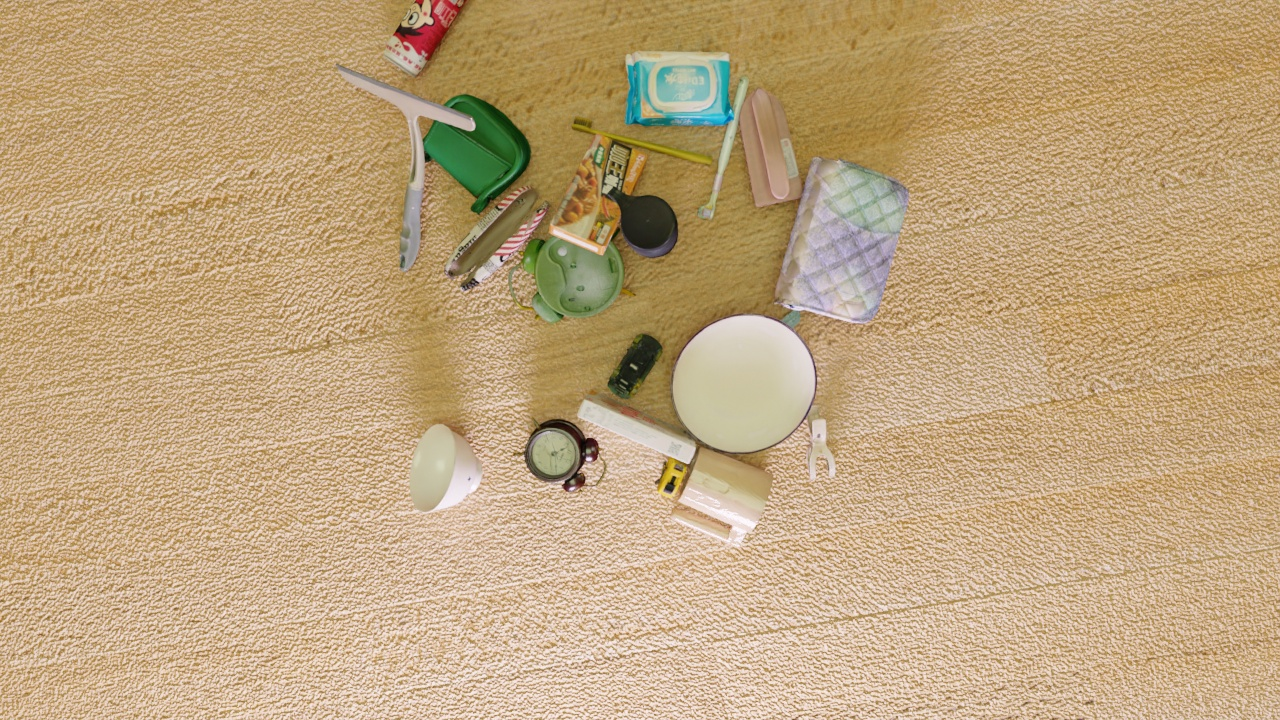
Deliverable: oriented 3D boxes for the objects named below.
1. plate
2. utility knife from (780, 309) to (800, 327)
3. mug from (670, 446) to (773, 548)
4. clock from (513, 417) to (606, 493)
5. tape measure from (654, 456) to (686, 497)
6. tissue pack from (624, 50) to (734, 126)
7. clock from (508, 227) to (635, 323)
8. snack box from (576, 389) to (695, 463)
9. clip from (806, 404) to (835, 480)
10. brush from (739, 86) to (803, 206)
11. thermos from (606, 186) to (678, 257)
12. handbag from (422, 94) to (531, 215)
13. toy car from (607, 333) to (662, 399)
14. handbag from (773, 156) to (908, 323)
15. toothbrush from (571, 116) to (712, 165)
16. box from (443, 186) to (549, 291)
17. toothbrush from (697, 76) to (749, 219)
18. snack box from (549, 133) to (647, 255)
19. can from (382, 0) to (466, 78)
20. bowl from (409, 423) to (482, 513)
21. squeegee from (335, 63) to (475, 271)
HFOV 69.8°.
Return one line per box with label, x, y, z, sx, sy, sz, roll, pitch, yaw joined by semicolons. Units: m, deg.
plate;0.133;0.028;1.205;0.192;0.039;0.192;-1;107;-3
utility knife;0.147;-0.007;1.229;0.178;0.019;0.031;-42;99;1
mug;0.105;0.184;1.221;0.103;0.084;0.125;23;122;1
clock;-0.103;0.128;1.227;0.122;0.055;0.082;28;95;2
tape measure;0.039;0.153;1.223;0.029;0.060;0.057;23;101;-2
tissue pack;0.050;-0.346;1.171;0.140;0.063;0.090;0;96;2
clock;-0.095;-0.111;1.204;0.161;0.056;0.116;-13;94;3
snack box;-0.003;0.086;1.205;0.157;0.084;0.027;24;97;-1
clip;0.237;0.112;1.224;0.034;0.060;0.097;-10;106;4
brush;0.164;-0.274;1.170;0.063;0.073;0.145;-12;93;4
thermos;0.005;-0.168;1.101;0.068;0.242;0.090;-43;91;4
handbag;-0.216;-0.272;1.192;0.131;0.068;0.120;44;104;-4
toy car;-0.007;0.007;1.221;0.043;0.036;0.091;34;97;0
handbag;0.253;-0.149;1.170;0.134;0.075;0.194;13;95;-23
toothbrush;0.003;-0.288;1.203;0.190;0.015;0.016;15;89;1
box;-0.194;-0.166;1.200;0.077;0.074;0.164;43;97;-10
toothbrush;0.111;-0.278;1.199;0.020;0.029;0.189;12;96;-42
snack box;-0.053;-0.213;1.174;0.075;0.026;0.153;23;67;1
can;-0.275;-0.433;1.180;0.053;0.053;0.133;34;96;-1
bowl;-0.251;0.148;1.224;0.064;0.118;0.118;18;97;-39
squeegee;-0.294;-0.229;1.179;0.247;0.039;0.247;27;125;28
